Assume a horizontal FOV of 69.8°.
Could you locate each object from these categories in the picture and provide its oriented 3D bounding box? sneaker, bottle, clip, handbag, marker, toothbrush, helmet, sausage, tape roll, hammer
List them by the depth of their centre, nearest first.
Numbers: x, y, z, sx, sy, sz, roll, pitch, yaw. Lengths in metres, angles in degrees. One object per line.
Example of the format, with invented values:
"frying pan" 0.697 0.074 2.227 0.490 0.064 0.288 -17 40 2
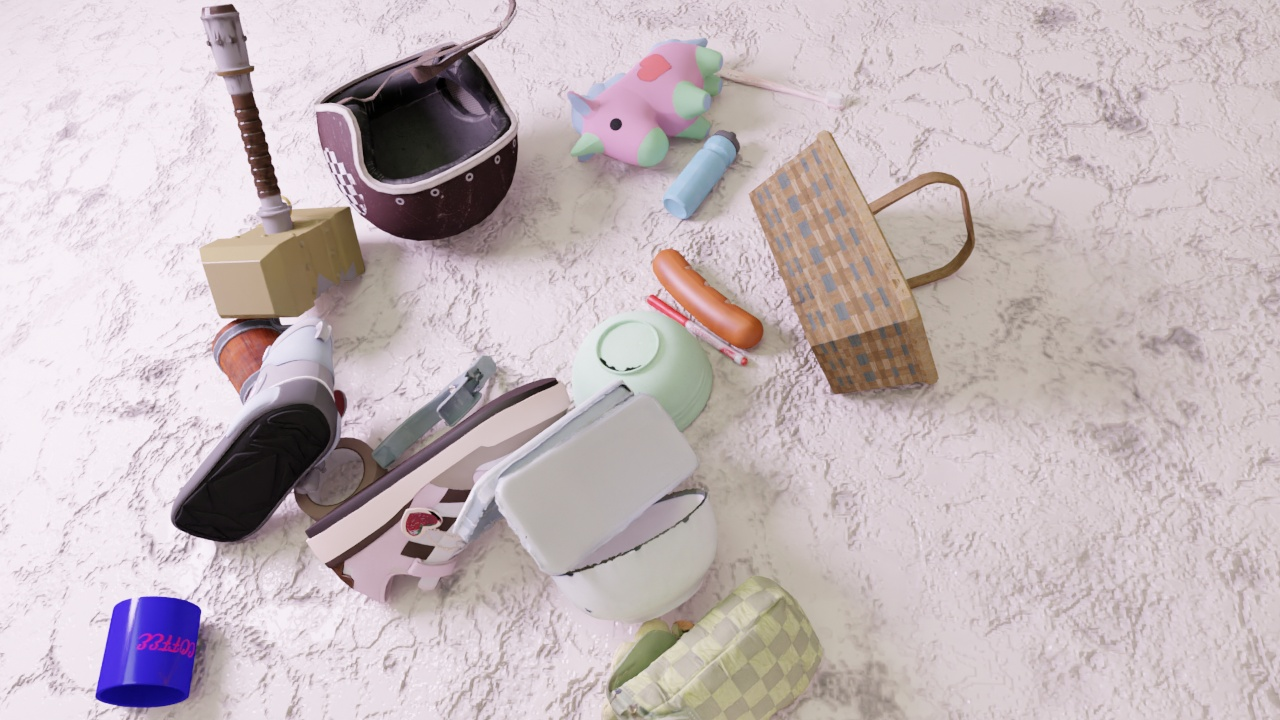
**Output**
"handbag" 0.052 0.255 0.760 0.186 0.113 0.117 -35 33 -16
"sneaker" -0.174 0.133 0.878 0.294 0.111 0.116 -34 95 4
"clip" -0.196 0.048 0.938 0.168 0.031 0.165 -45 14 -21
"sneaker" -0.397 0.070 0.958 0.257 0.093 0.160 -41 39 28
"tape roll" -0.317 0.129 0.974 0.094 0.030 0.093 -7 57 10
"marker" 0.060 -0.033 0.991 0.142 0.013 0.012 36 72 30
"sausage" 0.068 -0.067 0.993 0.044 0.039 0.164 -28 54 -25
"hammer" -0.429 -0.227 1.033 0.101 0.325 0.189 0 25 14
"helmet" -0.255 -0.273 1.080 0.234 0.254 0.232 11 42 46
"bottle" 0.076 -0.226 1.093 0.040 0.040 0.129 26 68 27
"toothbrush" 0.175 -0.348 1.159 0.181 0.018 0.015 24 66 27

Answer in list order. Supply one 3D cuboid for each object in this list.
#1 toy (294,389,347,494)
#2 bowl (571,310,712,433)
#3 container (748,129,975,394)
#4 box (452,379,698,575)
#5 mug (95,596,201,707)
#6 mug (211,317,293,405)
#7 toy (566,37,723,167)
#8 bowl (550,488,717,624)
"toy" -0.337 0.087 0.967 0.049 0.030 0.111 -17 53 39
"bowl" -0.006 0.006 0.944 0.151 0.077 0.150 -7 56 11
"container" 0.236 -0.105 0.909 0.186 0.157 0.249 -24 55 12
"box" -0.064 0.109 0.818 0.210 0.106 0.130 -28 78 -42
"mug" -0.486 0.289 0.895 0.111 0.079 0.083 -30 50 29
"mug" -0.418 0.001 1.049 0.117 0.081 0.111 -44 60 6
"toy" 0.007 -0.328 1.142 0.171 0.120 0.221 11 62 10
"bowl" 0.003 0.176 0.797 0.153 0.153 0.073 -27 93 -3
